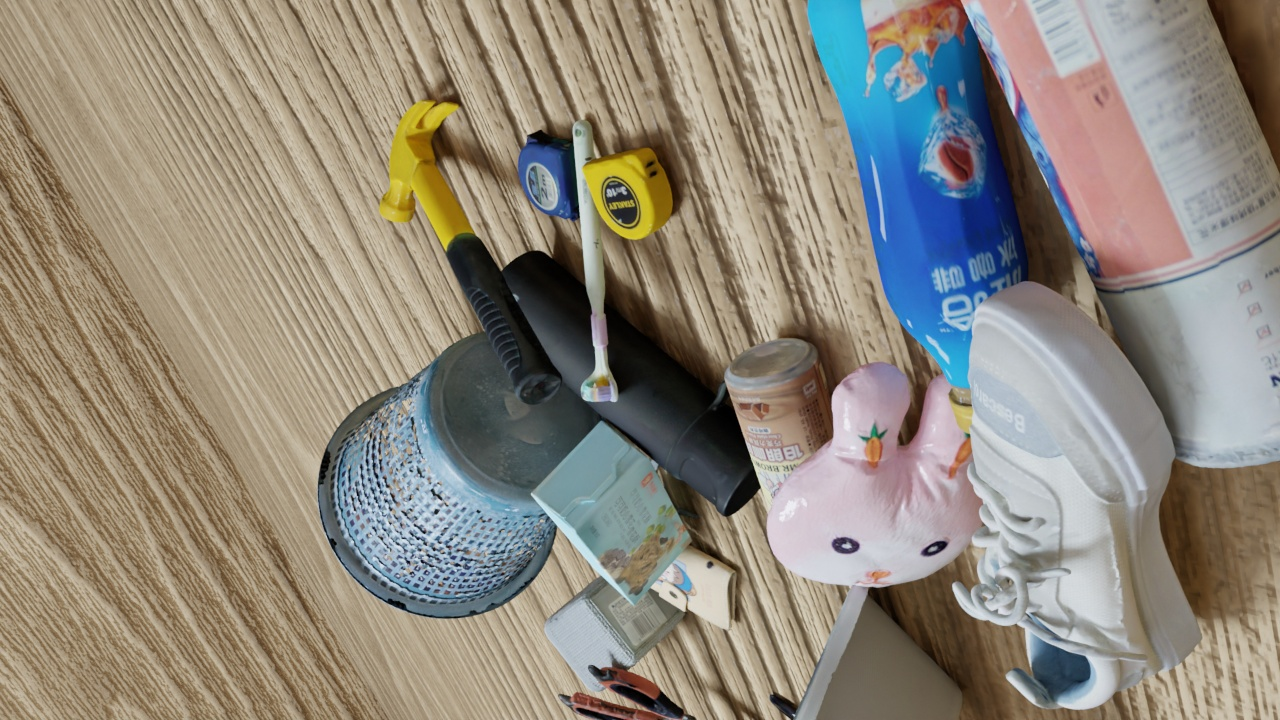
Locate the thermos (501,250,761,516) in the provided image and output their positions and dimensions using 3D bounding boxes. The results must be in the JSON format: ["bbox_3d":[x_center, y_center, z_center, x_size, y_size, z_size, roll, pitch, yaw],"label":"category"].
[{"bbox_3d":[-0.004,0.004,0.666,0.242,0.068,0.090,38,117,22],"label":"thermos"}]

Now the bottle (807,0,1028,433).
[{"bbox_3d":[0.132,-0.066,0.408,0.065,0.065,0.219,8,125,50],"label":"bottle"}]

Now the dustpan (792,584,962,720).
[{"bbox_3d":[0.101,0.257,0.616,0.142,0.222,0.259,44,138,-3],"label":"dustpan"}]

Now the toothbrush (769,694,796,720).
[{"bbox_3d":[0.178,0.333,0.767,0.181,0.018,0.016,27,144,41],"label":"toothbrush"}]

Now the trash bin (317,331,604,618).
[{"bbox_3d":[-0.134,0.082,0.771,0.226,0.225,0.196,53,139,4],"label":"trash bin"}]

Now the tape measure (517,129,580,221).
[{"bbox_3d":[-0.061,-0.131,0.644,0.054,0.025,0.058,28,135,40],"label":"tape measure"}]

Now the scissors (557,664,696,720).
[{"bbox_3d":[0.024,0.343,0.882,0.190,0.015,0.227,-24,125,41],"label":"scissors"}]

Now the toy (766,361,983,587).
[{"bbox_3d":[0.134,0.069,0.507,0.054,0.121,0.160,-95,8,-53],"label":"toy"}]

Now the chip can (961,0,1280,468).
[{"bbox_3d":[0.183,-0.070,0.329,0.071,0.071,0.215,-15,106,57],"label":"chip can"}]

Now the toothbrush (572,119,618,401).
[{"bbox_3d":[-0.033,-0.065,0.618,0.029,0.020,0.189,2,100,27],"label":"toothbrush"}]

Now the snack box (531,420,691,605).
[{"bbox_3d":[-0.016,0.122,0.706,0.051,0.074,0.175,37,164,31],"label":"snack box"}]

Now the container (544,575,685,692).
[{"bbox_3d":[-0.024,0.253,0.894,0.090,0.090,0.115,49,145,9],"label":"container"}]

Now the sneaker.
[{"bbox_3d":[0.172,0.073,0.398,0.242,0.091,0.089,57,179,-34],"label":"sneaker"}]

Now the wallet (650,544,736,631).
[{"bbox_3d":[0.033,0.188,0.810,0.115,0.024,0.087,22,135,28],"label":"wallet"}]

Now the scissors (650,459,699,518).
[{"bbox_3d":[-0.012,0.123,0.829,0.159,0.014,0.181,35,141,26],"label":"scissors"}]

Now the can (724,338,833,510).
[{"bbox_3d":[0.095,0.048,0.569,0.059,0.058,0.116,8,125,50],"label":"can"}]

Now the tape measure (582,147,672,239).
[{"bbox_3d":[-0.004,-0.108,0.585,0.060,0.028,0.057,4,121,51],"label":"tape measure"}]

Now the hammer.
[{"bbox_3d":[-0.130,-0.083,0.679,0.300,0.032,0.129,57,137,36],"label":"hammer"}]
